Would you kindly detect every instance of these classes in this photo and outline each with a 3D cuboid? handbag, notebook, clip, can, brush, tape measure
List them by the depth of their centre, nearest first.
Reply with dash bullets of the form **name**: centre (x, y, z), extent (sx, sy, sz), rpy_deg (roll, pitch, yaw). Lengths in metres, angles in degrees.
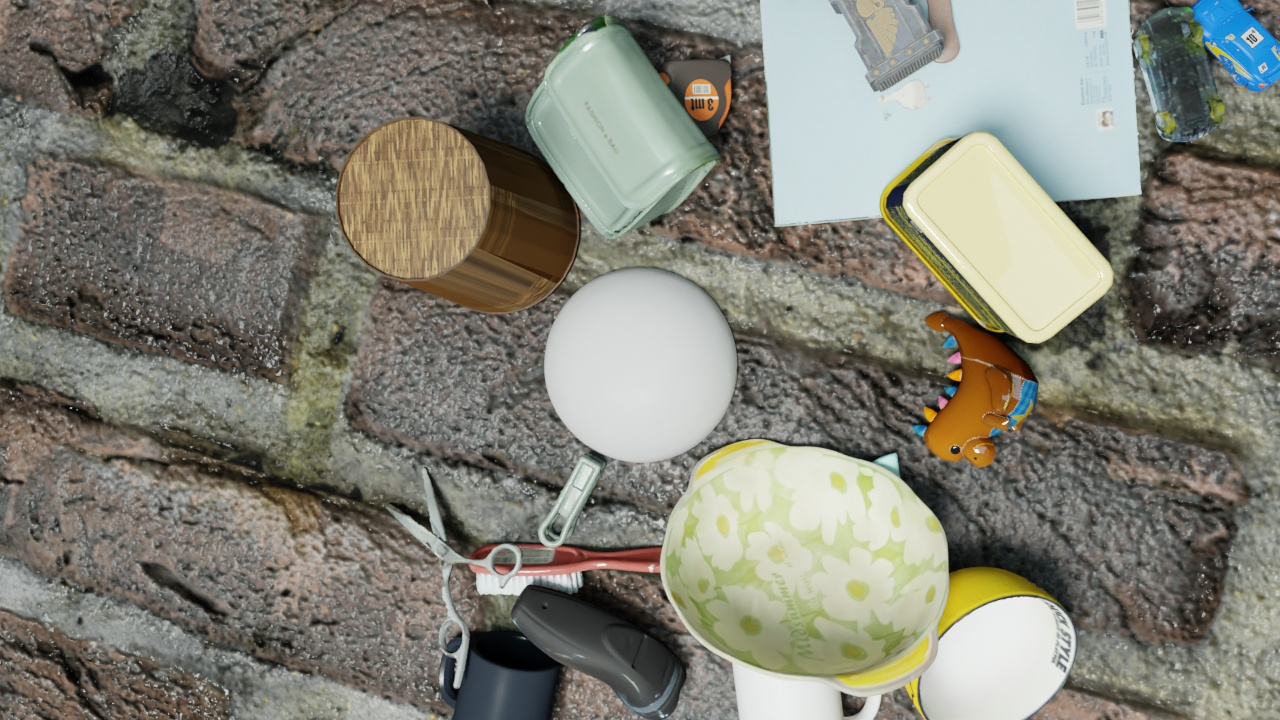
- **can**: centre (0.229, -0.081, 0.602), extent (0.075, 0.104, 0.135), rpy_deg (-42, 91, 12)
- **handbag**: centre (-0.016, -0.159, 0.641), extent (0.122, 0.067, 0.106), rpy_deg (56, 143, 2)
- **brush**: centre (0.207, -0.277, 0.642), extent (0.050, 0.015, 0.135), rpy_deg (-6, 90, 11)
- **notebook**: centre (0.217, -0.196, 0.656), extent (0.254, 0.009, 0.181), rpy_deg (-3, 91, 10)
- **tape measure**: centre (0.036, -0.190, 0.670), extent (0.058, 0.038, 0.059), rpy_deg (-11, 101, -27)
- **brush**: centre (-0.046, 0.161, 0.702), extent (0.172, 0.040, 0.030), rpy_deg (-2, 109, 8)
- **clip**: centre (-0.053, 0.108, 0.703), extent (0.023, 0.042, 0.076), rpy_deg (29, 96, 9)

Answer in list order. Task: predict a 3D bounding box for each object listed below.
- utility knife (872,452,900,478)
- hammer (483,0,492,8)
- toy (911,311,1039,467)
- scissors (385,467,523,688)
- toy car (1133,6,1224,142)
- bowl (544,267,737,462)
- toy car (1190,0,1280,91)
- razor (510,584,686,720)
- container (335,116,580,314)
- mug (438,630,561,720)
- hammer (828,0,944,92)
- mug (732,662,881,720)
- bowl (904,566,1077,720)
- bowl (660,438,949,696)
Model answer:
- **utility knife**: centre (0.192, 0.150, 0.672), extent (0.022, 0.015, 0.165), rpy_deg (-11, 93, 8)
- **hammer**: centre (0.007, -0.338, 0.675), extent (0.315, 0.035, 0.138), rpy_deg (1, 92, 9)
- **toy**: centre (0.225, 0.020, 0.651), extent (0.103, 0.070, 0.090), rpy_deg (48, 113, 28)
- **scissors**: centre (-0.152, 0.161, 0.697), extent (0.142, 0.014, 0.158), rpy_deg (4, 75, 30)
- **toy car**: centre (0.362, -0.192, 0.622), extent (0.039, 0.027, 0.090), rpy_deg (-16, 91, 12)
- **bowl**: centre (-0.004, 0.004, 0.683), extent (0.150, 0.043, 0.149), rpy_deg (0, 92, 10)
- **toy car**: centre (0.405, -0.208, 0.597), extent (0.033, 0.062, 0.092), rpy_deg (-42, 85, 8)
- **razor**: centre (-0.033, 0.215, 0.683), extent (0.140, 0.052, 0.064), rpy_deg (30, 134, -2)
- **container**: centre (-0.125, -0.099, 0.637), extent (0.132, 0.167, 0.132), rpy_deg (0, 92, 10)
- **mug**: centre (-0.116, 0.252, 0.704), extent (0.105, 0.071, 0.077), rpy_deg (16, 95, 36)
- **hammer**: centre (0.271, -0.304, 0.584), extent (0.323, 0.044, 0.098), rpy_deg (-29, 86, 21)
- **mug**: centre (0.123, 0.236, 0.662), extent (0.110, 0.074, 0.090), rpy_deg (-8, 91, -16)
- **bowl**: centre (0.226, 0.190, 0.629), extent (0.117, 0.067, 0.117), rpy_deg (-5, 113, -12)
- **bowl**: centre (0.110, 0.146, 0.626), extent (0.188, 0.219, 0.060), rpy_deg (-21, 131, -14)
